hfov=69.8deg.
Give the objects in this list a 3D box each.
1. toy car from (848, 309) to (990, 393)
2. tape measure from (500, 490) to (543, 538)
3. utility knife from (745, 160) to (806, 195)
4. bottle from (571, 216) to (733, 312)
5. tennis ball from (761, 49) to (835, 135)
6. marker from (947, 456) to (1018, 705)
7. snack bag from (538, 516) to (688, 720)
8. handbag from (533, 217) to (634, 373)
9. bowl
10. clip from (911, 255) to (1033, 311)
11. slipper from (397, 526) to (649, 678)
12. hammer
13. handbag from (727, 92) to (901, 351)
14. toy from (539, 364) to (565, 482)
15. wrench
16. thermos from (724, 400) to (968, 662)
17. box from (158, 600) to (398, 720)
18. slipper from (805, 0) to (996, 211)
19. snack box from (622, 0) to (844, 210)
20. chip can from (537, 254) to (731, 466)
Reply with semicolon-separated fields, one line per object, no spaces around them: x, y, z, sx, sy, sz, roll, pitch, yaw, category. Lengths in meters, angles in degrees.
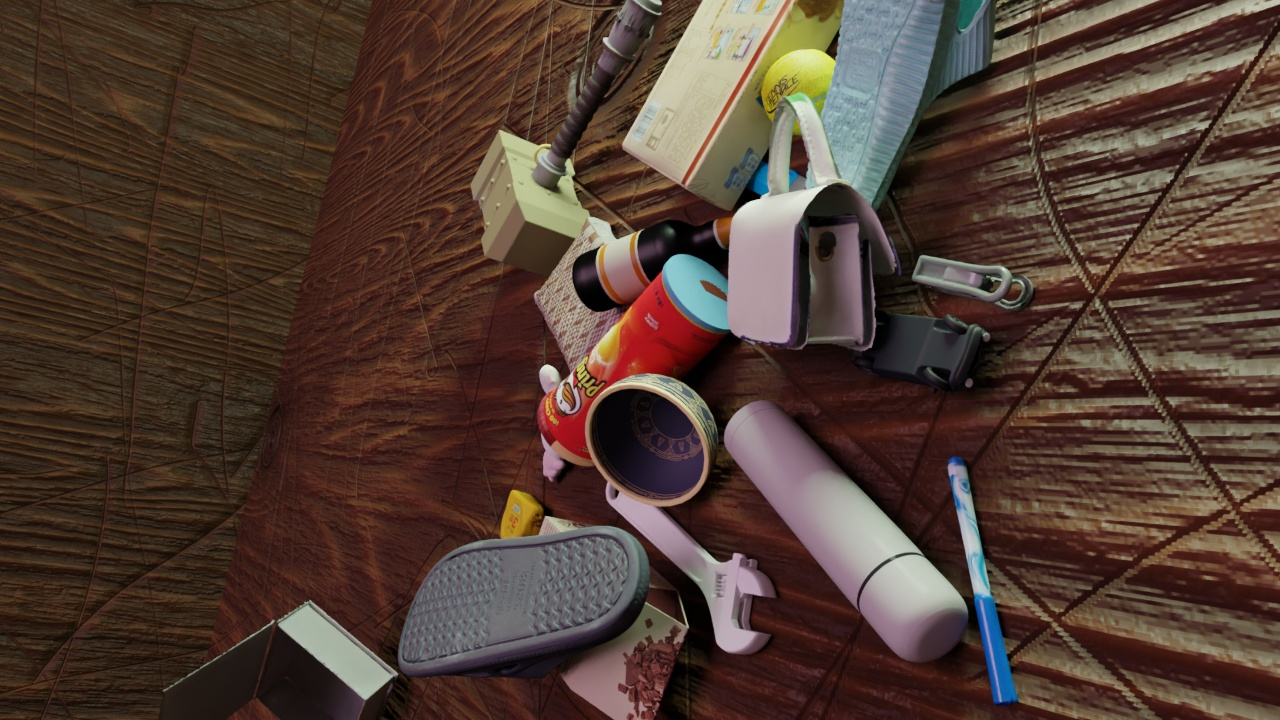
0.176;-0.006;0.586;0.112;0.034;0.046;16;85;66;toy car
-0.127;0.179;0.997;0.068;0.030;0.059;19;93;62;tape measure
0.090;-0.176;0.827;0.031;0.015;0.207;-62;35;13;utility knife
0.025;-0.095;0.829;0.182;0.059;0.059;-17;60;32;bottle
0.130;-0.213;0.730;0.066;0.065;0.065;-33;49;48;tennis ball
0.193;0.121;0.522;0.013;0.013;0.141;-36;47;46;marker
-0.028;0.220;0.777;0.206;0.069;0.094;27;99;59;snack bag
-0.049;-0.062;0.971;0.124;0.047;0.185;-53;36;17;handbag
0.017;0.058;0.770;0.113;0.112;0.061;-48;-4;36;bowl
0.204;-0.049;0.568;0.076;0.043;0.023;27;101;59;clip
-0.088;0.203;0.751;0.269;0.083;0.110;-21;49;33;slipper
-0.073;-0.272;1.054;0.326;0.100;0.190;-54;36;30;hammer
0.117;-0.097;0.640;0.151;0.074;0.176;-157;66;-77;handbag
-0.086;0.070;0.969;0.076;0.037;0.125;-137;47;-60;toy
0.030;0.154;0.767;0.273;0.018;0.066;32;104;60;wrench
0.126;0.103;0.599;0.052;0.052;0.224;-63;32;17;thermos
-0.594;0.378;1.170;0.167;0.527;0.233;-65;28;28;box
0.186;-0.218;0.646;0.116;0.069;0.277;-127;44;-55;slipper
0.080;-0.254;0.823;0.207;0.055;0.153;-59;33;11;snack box
-0.005;0.005;0.828;0.214;0.087;0.087;-47;40;36;chip can
